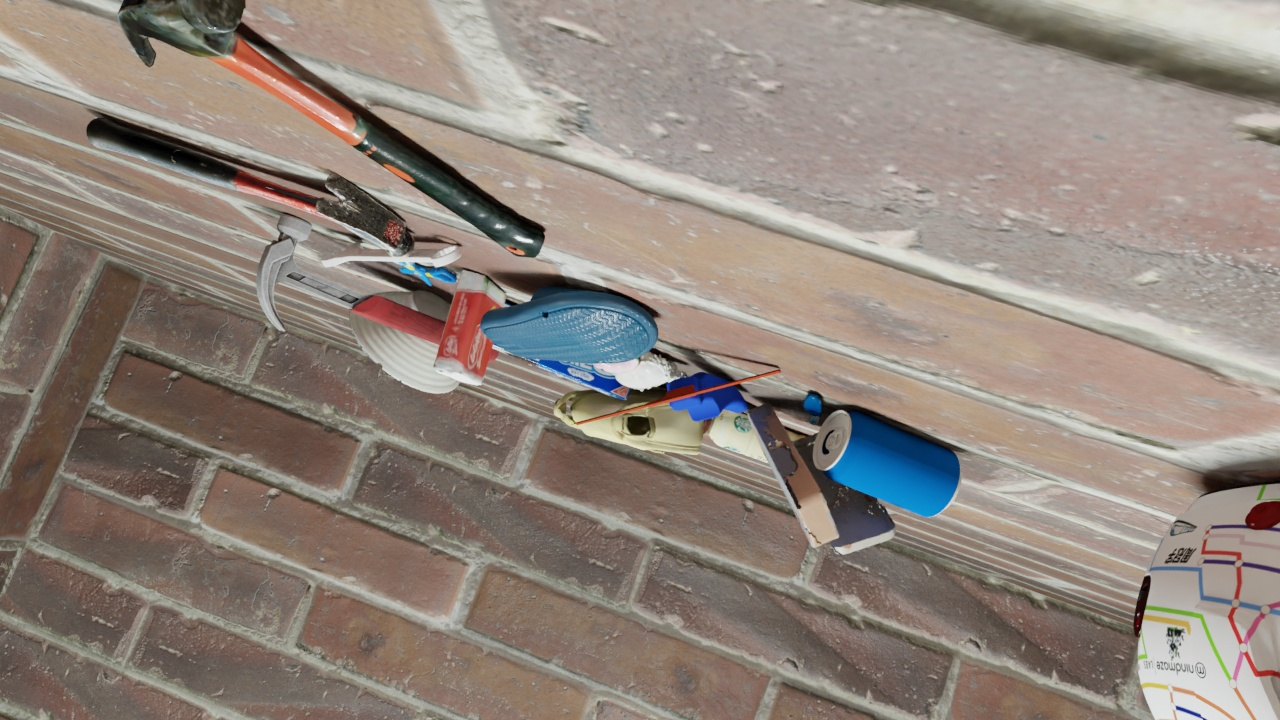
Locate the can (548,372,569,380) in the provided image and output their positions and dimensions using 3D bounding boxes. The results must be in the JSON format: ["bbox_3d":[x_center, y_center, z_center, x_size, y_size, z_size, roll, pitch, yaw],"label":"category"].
[{"bbox_3d":[-0.091,0.007,1.279,0.044,0.044,0.107,25,170,-32],"label":"can"}]

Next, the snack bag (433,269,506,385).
[{"bbox_3d":[-0.187,-0.034,1.013,0.036,0.115,0.077,12,170,13],"label":"snack bag"}]

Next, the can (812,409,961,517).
[{"bbox_3d":[0.267,0.111,0.991,0.146,0.079,0.079,22,171,-14],"label":"can"}]

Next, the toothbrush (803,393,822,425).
[{"bbox_3d":[0.193,0.055,1.022,0.021,0.016,0.132,17,171,15],"label":"toothbrush"}]

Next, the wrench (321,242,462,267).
[{"bbox_3d":[-0.268,-0.112,0.973,0.274,0.047,0.009,8,127,48],"label":"wrench"}]

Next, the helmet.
[{"bbox_3d":[0.474,0.214,0.639,0.231,0.236,0.314,20,172,18],"label":"helmet"}]

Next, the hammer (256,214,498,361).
[{"bbox_3d":[-0.314,-0.058,1.137,0.315,0.126,0.036,24,172,-35],"label":"hammer"}]

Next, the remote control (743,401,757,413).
[{"bbox_3d":[0.120,0.054,1.198,0.124,0.010,0.039,25,170,-28],"label":"remote control"}]

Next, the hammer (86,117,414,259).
[{"bbox_3d":[-0.380,-0.173,0.864,0.326,0.036,0.140,19,173,9],"label":"hammer"}]

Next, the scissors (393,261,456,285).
[{"bbox_3d":[-0.267,-0.107,1.070,0.104,0.019,0.132,29,167,-32],"label":"scissors"}]

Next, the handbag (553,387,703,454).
[{"bbox_3d":[-0.001,0.084,1.240,0.190,0.088,0.233,1,-179,-28],"label":"handbag"}]

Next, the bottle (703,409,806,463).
[{"bbox_3d":[0.155,0.108,1.299,0.162,0.056,0.056,20,172,1],"label":"bottle"}]

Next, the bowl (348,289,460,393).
[{"bbox_3d":[-0.294,-0.045,1.233,0.177,0.071,0.177,37,-157,-19],"label":"bowl"}]

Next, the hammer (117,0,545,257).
[{"bbox_3d":[-0.175,-0.141,0.609,0.133,0.033,0.333,11,168,38],"label":"hammer"}]

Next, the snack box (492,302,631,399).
[{"bbox_3d":[-0.113,-0.017,1.131,0.226,0.059,0.059,22,175,-20],"label":"snack box"}]

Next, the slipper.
[{"bbox_3d":[-0.077,-0.041,0.915,0.214,0.059,0.104,-3,149,40],"label":"slipper"}]

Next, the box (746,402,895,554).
[{"bbox_3d":[0.202,0.123,1.059,0.105,0.096,0.216,59,-174,-26],"label":"box"}]

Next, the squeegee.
[{"bbox_3d":[0.074,0.041,1.043,0.250,0.055,0.184,-16,163,29],"label":"squeegee"}]

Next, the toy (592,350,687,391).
[{"bbox_3d":[-0.006,0.006,1.078,0.108,0.041,0.096,20,160,-37],"label":"toy"}]
